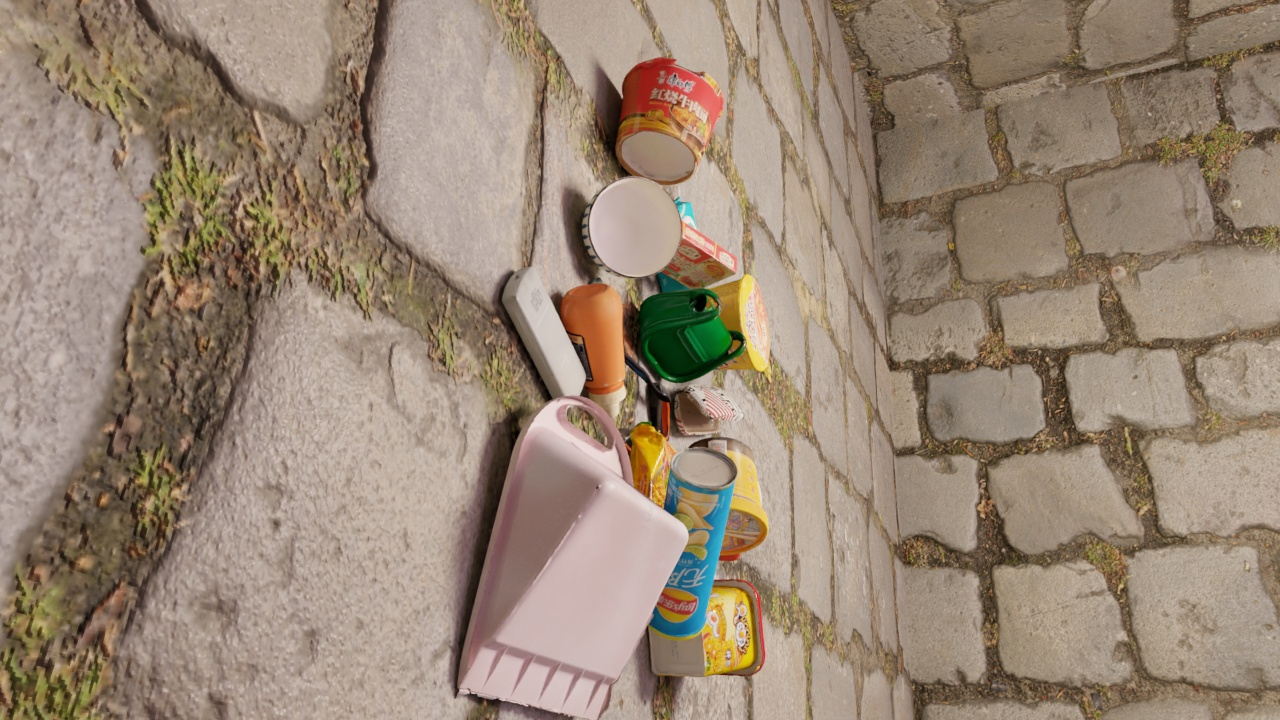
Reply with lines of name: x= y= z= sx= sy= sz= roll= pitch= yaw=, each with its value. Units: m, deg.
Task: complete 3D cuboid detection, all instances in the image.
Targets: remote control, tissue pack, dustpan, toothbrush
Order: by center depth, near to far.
dustpan: x=-0.072 y=0.180 z=0.869 sx=0.273 sy=0.139 sz=0.222 roll=-56 pitch=141 yaw=-9
remote control: x=-0.096 y=-0.021 z=0.921 sx=0.058 sy=0.021 sz=0.150 roll=-70 pitch=144 yaw=-48
toothbrush: x=-0.006 y=0.006 z=1.092 sx=0.189 sy=0.014 sz=0.016 roll=45 pitch=37 yaw=-50
tissue pack: x=0.052 y=-0.158 z=1.277 sx=0.093 sy=0.050 sz=0.133 roll=-50 pitch=128 yaw=-59

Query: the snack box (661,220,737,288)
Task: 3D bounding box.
snack box: x=0.048 y=-0.140 z=1.173 sx=0.152 sy=0.075 sz=0.025 roll=27 pitch=55 yaw=-39

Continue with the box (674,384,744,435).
box: x=0.084 y=0.073 z=1.292 sx=0.075 sy=0.082 sz=0.163 roll=51 pitch=18 yaw=17

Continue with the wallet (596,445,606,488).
wallet: x=-0.047 y=0.161 z=0.965 sx=0.131 sy=0.031 sz=0.108 roll=-46 pitch=126 yaw=-64

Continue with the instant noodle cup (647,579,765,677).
instant noodle cup: x=0.074 y=0.327 z=1.101 sx=0.123 sy=0.116 sz=0.116 roll=6 pitch=77 yaw=-54

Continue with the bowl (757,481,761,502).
bowl: x=0.141 y=0.203 z=1.351 sx=0.113 sy=0.062 sz=0.113 roll=-7 pitch=90 yaw=-66

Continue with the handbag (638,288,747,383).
handbag: x=0.064 y=-0.033 z=1.176 sx=0.131 sy=0.120 sz=0.067 roll=51 pitch=32 yaw=-47

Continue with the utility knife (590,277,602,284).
utility knife: x=-0.044 y=-0.017 z=1.052 sx=0.029 sy=0.013 sz=0.166 roll=11 pitch=72 yaw=-61

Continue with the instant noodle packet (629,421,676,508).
instant noodle packet: x=0.016 y=0.145 z=1.039 sx=0.111 sy=0.044 sz=0.128 roll=56 pitch=32 yaw=-58

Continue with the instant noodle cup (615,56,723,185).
instant noodle cup: x=0.031 y=-0.301 z=1.190 sx=0.138 sy=0.138 sz=0.108 roll=49 pitch=48 yaw=-52

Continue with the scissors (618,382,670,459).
scissors: x=0.021 y=0.133 z=1.141 sx=0.221 sy=0.022 sz=0.233 roll=33 pitch=51 yaw=-60

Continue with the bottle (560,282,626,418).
bottle: x=-0.044 y=-0.006 z=0.993 sx=0.066 sy=0.067 sz=0.150 roll=-53 pitch=138 yaw=-59

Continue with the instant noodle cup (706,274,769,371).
instant noodle cup: x=0.113 y=-0.045 z=1.306 sx=0.137 sy=0.110 sz=0.138 roll=-9 pitch=90 yaw=-67

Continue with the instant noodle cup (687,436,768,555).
instant noodle cup: x=0.100 y=0.169 z=1.164 sx=0.118 sy=0.119 sz=0.114 roll=57 pitch=27 yaw=-45

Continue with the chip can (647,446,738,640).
chip can: x=0.051 y=0.196 z=0.970 sx=0.071 sy=0.071 sz=0.211 roll=-56 pitch=159 yaw=-58

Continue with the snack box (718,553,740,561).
snack box: x=0.110 y=0.223 z=1.242 sx=0.080 sy=0.082 sz=0.091 roll=80 pitch=15 yaw=-57

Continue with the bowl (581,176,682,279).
bowl: x=-0.017 y=-0.151 z=1.069 sx=0.066 sy=0.116 sz=0.116 roll=-175 pitch=-108 yaw=-68
